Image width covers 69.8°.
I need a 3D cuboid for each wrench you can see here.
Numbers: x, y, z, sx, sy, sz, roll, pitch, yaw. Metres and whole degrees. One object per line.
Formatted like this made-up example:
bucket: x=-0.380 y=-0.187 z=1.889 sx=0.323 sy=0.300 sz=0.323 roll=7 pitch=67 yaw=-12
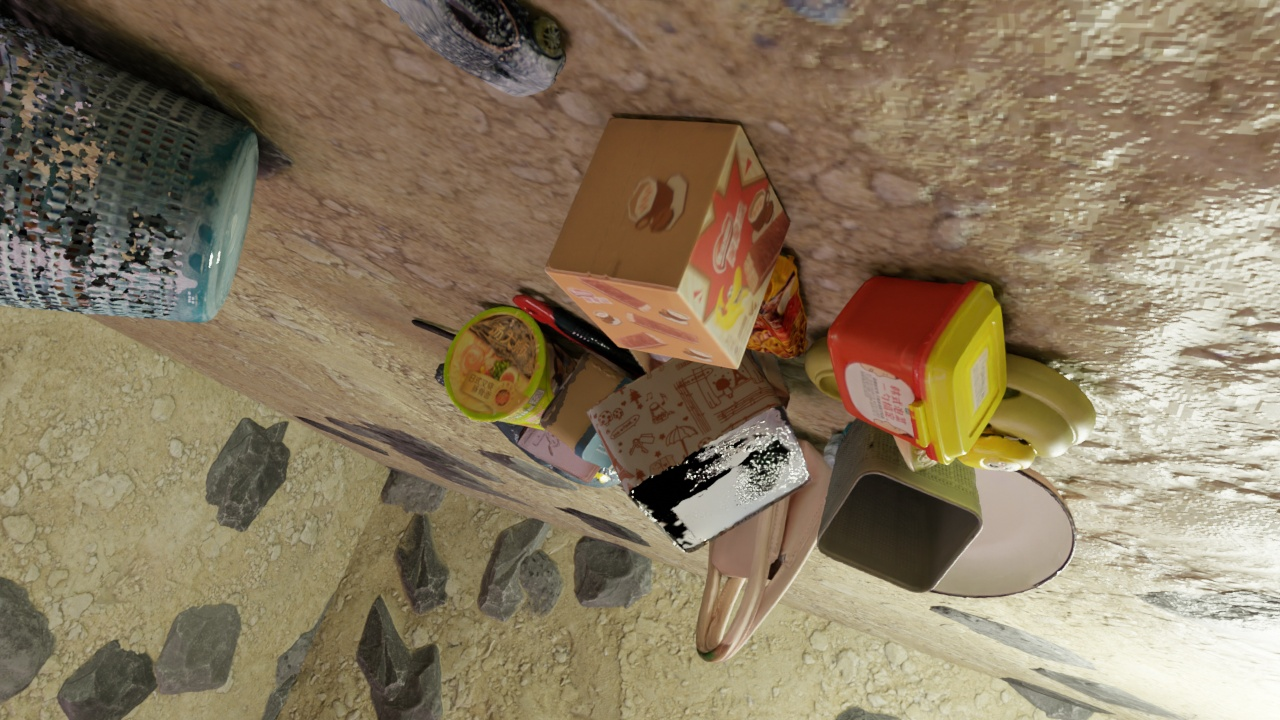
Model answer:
wrench: x=-0.005 y=0.005 z=0.864 sx=0.273 sy=0.016 sz=0.056 roll=30 pitch=165 yaw=-27

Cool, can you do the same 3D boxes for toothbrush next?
toothbrush: x=-0.180 y=-0.018 z=1.027 sx=0.181 sy=0.018 sz=0.015 roll=19 pitch=171 yaw=17

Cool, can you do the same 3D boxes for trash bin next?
trash bin: x=-0.386 y=-0.120 z=0.646 sx=0.195 sy=0.226 sz=0.227 roll=13 pitch=168 yaw=-19

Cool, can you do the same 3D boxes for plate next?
plate: x=0.270 y=0.133 z=0.792 sx=0.192 sy=0.038 sz=0.193 roll=13 pitch=136 yaw=13

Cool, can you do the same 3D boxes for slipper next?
slipper: x=0.191 y=0.037 z=0.602 sx=0.191 sy=0.081 sz=0.091 roll=13 pitch=165 yaw=35

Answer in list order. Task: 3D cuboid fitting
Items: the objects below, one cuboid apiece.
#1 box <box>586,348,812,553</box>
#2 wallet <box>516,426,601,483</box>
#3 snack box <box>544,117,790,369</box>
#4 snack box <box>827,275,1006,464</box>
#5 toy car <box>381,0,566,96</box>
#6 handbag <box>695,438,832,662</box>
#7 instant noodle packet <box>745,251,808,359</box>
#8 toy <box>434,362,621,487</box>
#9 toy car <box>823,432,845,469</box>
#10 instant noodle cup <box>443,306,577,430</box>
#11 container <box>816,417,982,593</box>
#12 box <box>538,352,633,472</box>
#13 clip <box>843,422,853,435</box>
box: x=0.039 y=0.024 z=0.737 sx=0.177 sy=0.153 sz=0.182 roll=59 pitch=-179 yaw=31
wallet: x=-0.072 y=0.073 z=1.040 sx=0.101 sy=0.032 sz=0.125 roll=28 pitch=121 yaw=-13
snack box: x=0.018 y=-0.060 z=0.480 sx=0.077 sy=0.092 sz=0.094 roll=12 pitch=162 yaw=30
snack box: x=0.154 y=0.002 z=0.519 sx=0.080 sy=0.081 sz=0.091 roll=20 pitch=147 yaw=38
toy car: x=-0.082 y=-0.155 z=0.411 sx=0.105 sy=0.031 sz=0.049 roll=33 pitch=160 yaw=-32
handbag: x=0.112 y=0.197 z=0.944 sx=0.093 sy=0.233 sz=0.194 roll=22 pitch=165 yaw=-6
instant noodle packet: x=0.041 y=-0.044 z=0.598 sx=0.128 sy=0.044 sz=0.111 roll=16 pitch=159 yaw=22
toy: x=-0.090 y=0.098 z=1.154 sx=0.356 sy=0.091 sz=0.138 roll=31 pitch=173 yaw=-23
toy car: x=0.210 y=0.104 z=0.851 sx=0.090 sy=0.034 sz=0.043 roll=42 pitch=161 yaw=1
instant noodle cup: x=-0.112 y=0.020 z=0.906 sx=0.112 sy=0.111 sz=0.123 roll=13 pitch=170 yaw=28
container: x=0.190 y=0.089 z=0.675 sx=0.090 sy=0.114 sz=0.090 roll=23 pitch=127 yaw=1
box: x=-0.032 y=0.054 z=0.882 sx=0.061 sy=0.090 sz=0.184 roll=34 pitch=180 yaw=18
clip: x=0.197 y=0.061 z=0.792 sx=0.040 sy=0.014 sz=0.056 roll=23 pitch=164 yaw=-6
